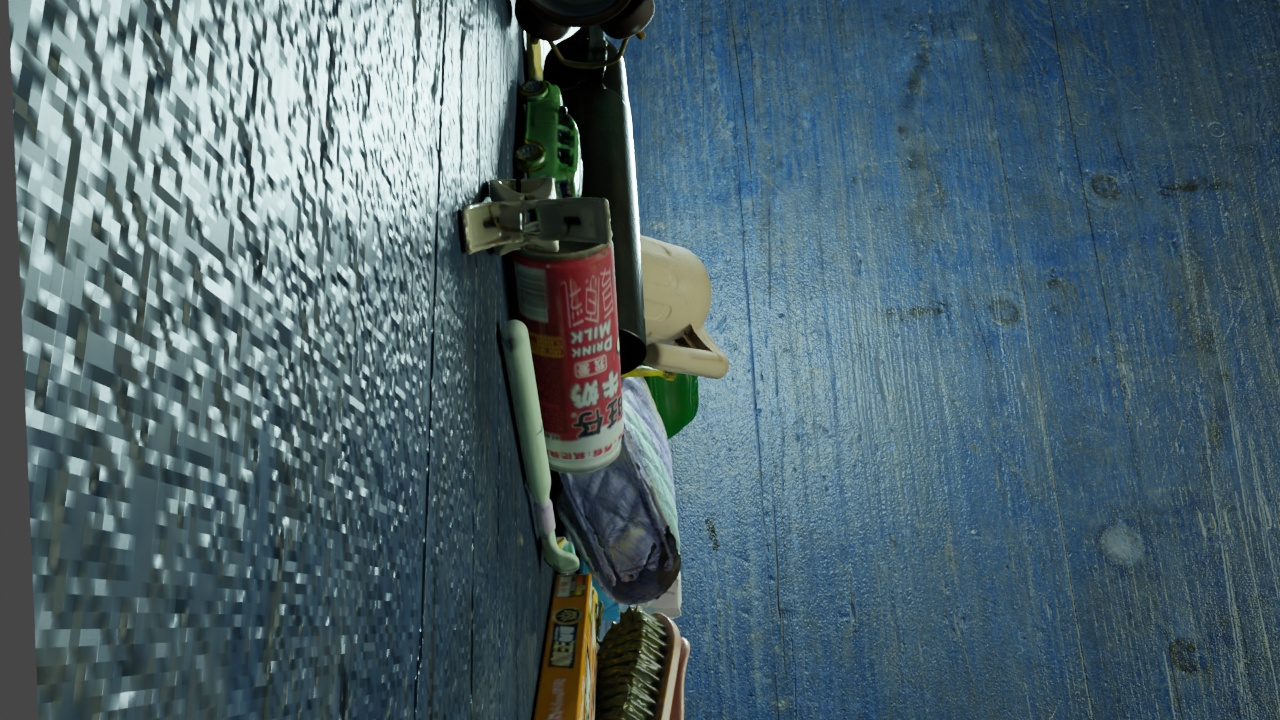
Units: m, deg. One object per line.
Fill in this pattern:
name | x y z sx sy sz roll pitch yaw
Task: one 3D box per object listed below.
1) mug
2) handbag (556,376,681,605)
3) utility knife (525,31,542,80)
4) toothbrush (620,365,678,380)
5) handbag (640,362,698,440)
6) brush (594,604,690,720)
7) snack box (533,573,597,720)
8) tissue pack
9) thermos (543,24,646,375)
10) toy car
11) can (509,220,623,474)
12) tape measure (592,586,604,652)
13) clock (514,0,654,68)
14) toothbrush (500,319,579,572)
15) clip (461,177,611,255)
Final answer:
mug | 0.004 -0.038 0.676 0.124 0.084 0.103 55 23 22
handbag | -0.018 0.079 0.697 0.193 0.075 0.134 -87 155 -73
utility knife | -0.070 -0.250 0.572 0.031 0.019 0.178 -134 -143 -82
toothbrush | -0.004 0.004 0.679 0.015 0.017 0.190 47 13 16
handbag | -0.011 0.012 0.839 0.067 0.120 0.131 -32 130 -38
brush | -0.001 0.241 0.633 0.073 0.063 0.145 42 39 -22
snack box | -0.043 0.201 0.556 0.153 0.026 0.075 -92 179 -72
tissue pack | -0.011 0.170 0.833 0.063 0.090 0.139 86 1 -49
thermos | -0.035 -0.114 0.597 0.090 0.068 0.242 101 -13 -61
toy car | -0.053 -0.123 0.533 0.043 0.036 0.091 84 -1 -58
can | -0.038 -0.006 0.495 0.053 0.053 0.133 -92 179 -61
tape measure | -0.041 0.194 0.683 0.060 0.029 0.057 86 3 -70
clock | -0.033 -0.220 0.508 0.122 0.082 0.055 86 6 -47
toothbrush | -0.054 0.052 0.487 0.020 0.029 0.190 -41 144 -32
clip | -0.046 -0.062 0.393 0.097 0.060 0.034 -138 -136 -75
